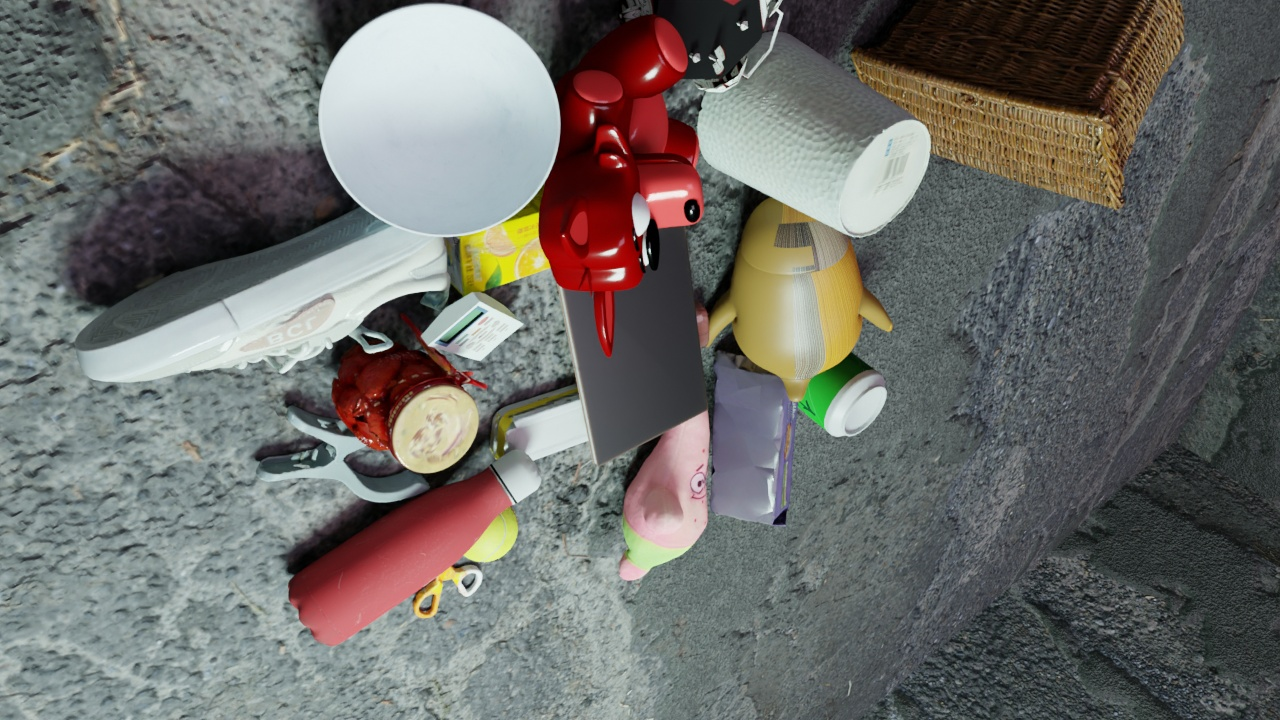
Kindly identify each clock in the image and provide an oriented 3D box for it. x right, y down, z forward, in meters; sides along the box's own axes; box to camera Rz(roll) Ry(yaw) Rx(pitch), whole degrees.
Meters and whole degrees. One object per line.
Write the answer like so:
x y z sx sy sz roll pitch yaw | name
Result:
0.060 -0.265 0.699 0.154 0.065 0.115 13 113 -46 | clock

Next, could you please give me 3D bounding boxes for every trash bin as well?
0.150 -0.189 0.787 0.133 0.161 0.133 -27 139 -26 | trash bin

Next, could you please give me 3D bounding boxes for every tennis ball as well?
-0.152 0.163 0.895 0.065 0.065 0.065 -27 140 -26 | tennis ball

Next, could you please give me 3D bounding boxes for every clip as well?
-0.221 0.057 0.760 0.166 0.028 0.127 18 108 -53 | clip

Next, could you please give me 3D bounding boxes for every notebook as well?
-0.002 -0.016 0.873 0.141 0.008 0.209 -25 121 -28 | notebook

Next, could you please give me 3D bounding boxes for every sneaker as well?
-0.232 -0.028 0.607 0.241 0.089 0.091 -29 125 -29 | sneaker

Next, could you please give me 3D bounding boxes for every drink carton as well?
-0.090 -0.101 0.727 0.134 0.043 0.059 -23 137 -30 | drink carton

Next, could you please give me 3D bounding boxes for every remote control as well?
-0.132 -0.029 0.722 0.049 0.024 0.143 -40 173 2 | remote control

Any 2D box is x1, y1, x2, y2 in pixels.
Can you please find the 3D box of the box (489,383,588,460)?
-0.053 0.052 0.921 0.209 0.033 0.064 -18 133 -35 | box

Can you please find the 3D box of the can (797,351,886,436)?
0.208 0.019 1.062 0.087 0.140 0.088 -27 140 -26 | can

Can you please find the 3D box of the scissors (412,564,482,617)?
-0.193 0.214 0.948 0.096 0.012 0.133 -12 133 -40 | scissors

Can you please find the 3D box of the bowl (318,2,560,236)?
-0.128 -0.160 0.588 0.144 0.074 0.144 -7 123 -11 | bowl

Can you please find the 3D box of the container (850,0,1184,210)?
0.363 -0.287 0.860 0.183 0.250 0.162 -59 144 -1 | container

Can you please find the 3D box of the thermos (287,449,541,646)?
-0.196 0.160 0.828 0.239 0.073 0.073 -34 142 -11 | thermos

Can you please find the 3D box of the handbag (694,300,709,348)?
0.015 -0.016 0.934 0.119 0.029 0.055 -25 134 -20 | handbag

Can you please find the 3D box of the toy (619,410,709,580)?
0.038 0.143 1.049 0.191 0.097 0.237 -42 148 -68 | toy

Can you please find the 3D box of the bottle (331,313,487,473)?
-0.176 0.026 0.701 0.098 0.111 0.099 -19 120 -35 | bottle

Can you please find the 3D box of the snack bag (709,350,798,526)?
0.126 0.089 1.036 0.058 0.096 0.205 -40 134 -64 | snack bag

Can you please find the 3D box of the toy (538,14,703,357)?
-0.015 -0.125 0.651 0.158 0.120 0.196 77 19 -61 | toy

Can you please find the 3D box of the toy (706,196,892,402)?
0.155 -0.084 0.927 0.199 0.162 0.204 -4 137 8 | toy
